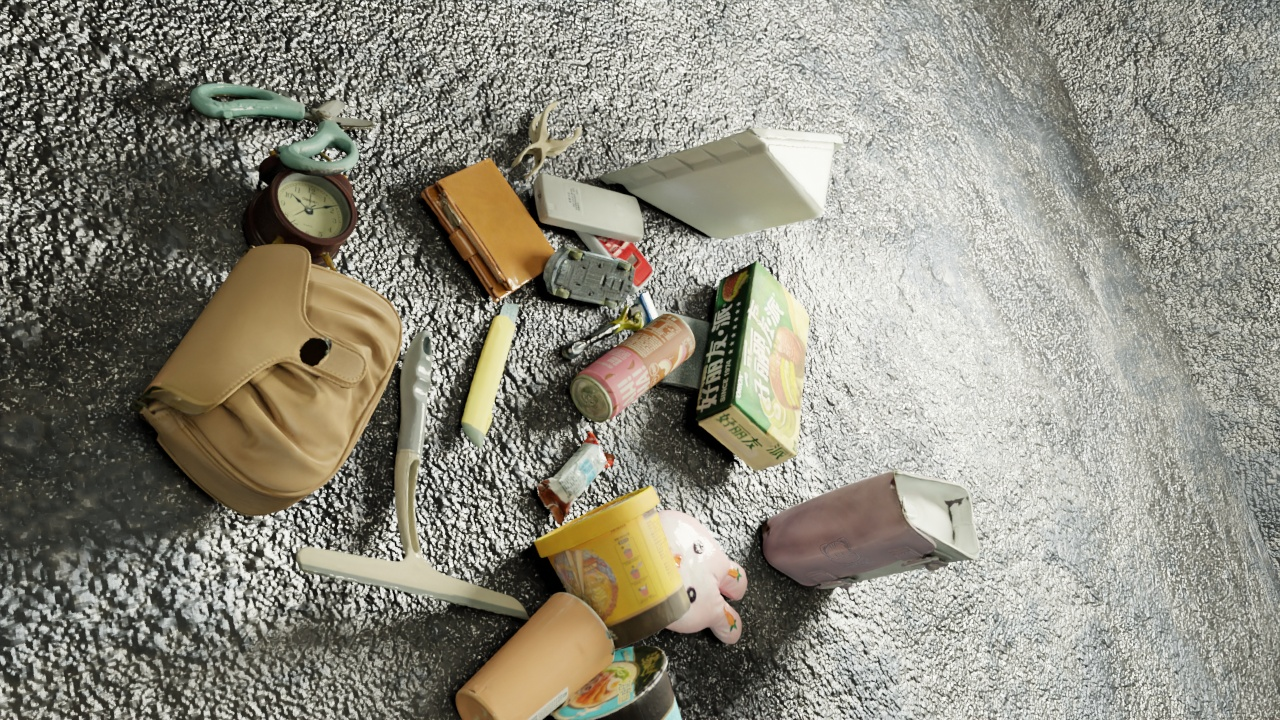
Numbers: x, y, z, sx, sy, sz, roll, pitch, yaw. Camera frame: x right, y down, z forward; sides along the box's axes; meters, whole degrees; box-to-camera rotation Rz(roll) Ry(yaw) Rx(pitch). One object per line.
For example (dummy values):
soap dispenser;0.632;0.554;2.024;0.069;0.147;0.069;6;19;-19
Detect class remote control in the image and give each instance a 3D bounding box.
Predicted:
remote control;-0.038;-0.139;1.050;0.136;0.020;0.055;52;45;-11
remote control;-0.056;-0.167;1.018;0.135;0.019;0.056;7;63;-38

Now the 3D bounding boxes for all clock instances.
clock;-0.288;-0.131;0.785;0.082;0.055;0.121;17;57;-37

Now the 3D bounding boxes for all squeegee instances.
squeegee;-0.193;0.085;0.779;0.246;0.039;0.246;33;42;-50

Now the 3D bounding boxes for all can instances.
can;-0.006;0.006;0.967;0.146;0.058;0.058;-37;96;-38

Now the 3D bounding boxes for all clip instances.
clip;-0.098;-0.238;1.034;0.089;0.035;0.103;25;59;-31

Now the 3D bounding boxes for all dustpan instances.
dustpan;0.122;-0.249;1.120;0.257;0.223;0.142;28;64;-44

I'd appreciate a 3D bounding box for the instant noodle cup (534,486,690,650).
instant noodle cup;-0.019;0.189;0.829;0.118;0.119;0.114;-21;84;-47

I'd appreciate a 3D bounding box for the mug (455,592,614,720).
mug;-0.089;0.261;0.764;0.122;0.078;0.078;-34;94;-42

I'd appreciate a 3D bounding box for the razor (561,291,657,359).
razor;-0.035;-0.031;0.998;0.142;0.022;0.042;-30;98;-40

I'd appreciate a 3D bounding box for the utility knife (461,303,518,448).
utility knife;-0.141;0.006;0.881;0.031;0.019;0.174;37;50;-30

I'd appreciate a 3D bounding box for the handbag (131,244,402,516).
handbag;-0.270;0.008;0.699;0.147;0.100;0.204;36;46;-23

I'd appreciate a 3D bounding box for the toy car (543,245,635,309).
toy car;-0.055;-0.090;0.984;0.120;0.037;0.054;7;108;-48

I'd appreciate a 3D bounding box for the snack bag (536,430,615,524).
snack bag;-0.061;0.111;0.897;0.105;0.026;0.045;-46;112;-44

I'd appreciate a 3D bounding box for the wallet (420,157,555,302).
wallet;-0.150;-0.134;0.935;0.132;0.031;0.107;55;40;-7

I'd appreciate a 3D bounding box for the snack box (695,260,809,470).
snack box;0.138;0.003;1.097;0.114;0.063;0.239;41;43;-27

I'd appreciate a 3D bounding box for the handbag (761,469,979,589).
handbag;0.252;0.194;1.025;0.145;0.198;0.098;23;55;-33

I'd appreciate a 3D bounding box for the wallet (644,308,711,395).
wallet;0.056;-0.008;1.075;0.120;0.019;0.097;12;62;-42

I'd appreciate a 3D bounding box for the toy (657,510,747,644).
toy;0.055;0.223;0.934;0.159;0.054;0.121;34;51;-32

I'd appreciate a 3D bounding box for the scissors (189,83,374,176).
scissors;-0.289;-0.199;0.803;0.176;0.019;0.174;43;31;28

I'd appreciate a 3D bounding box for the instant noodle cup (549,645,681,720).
instant noodle cup;-0.007;0.328;0.792;0.111;0.111;0.120;-30;100;-47
